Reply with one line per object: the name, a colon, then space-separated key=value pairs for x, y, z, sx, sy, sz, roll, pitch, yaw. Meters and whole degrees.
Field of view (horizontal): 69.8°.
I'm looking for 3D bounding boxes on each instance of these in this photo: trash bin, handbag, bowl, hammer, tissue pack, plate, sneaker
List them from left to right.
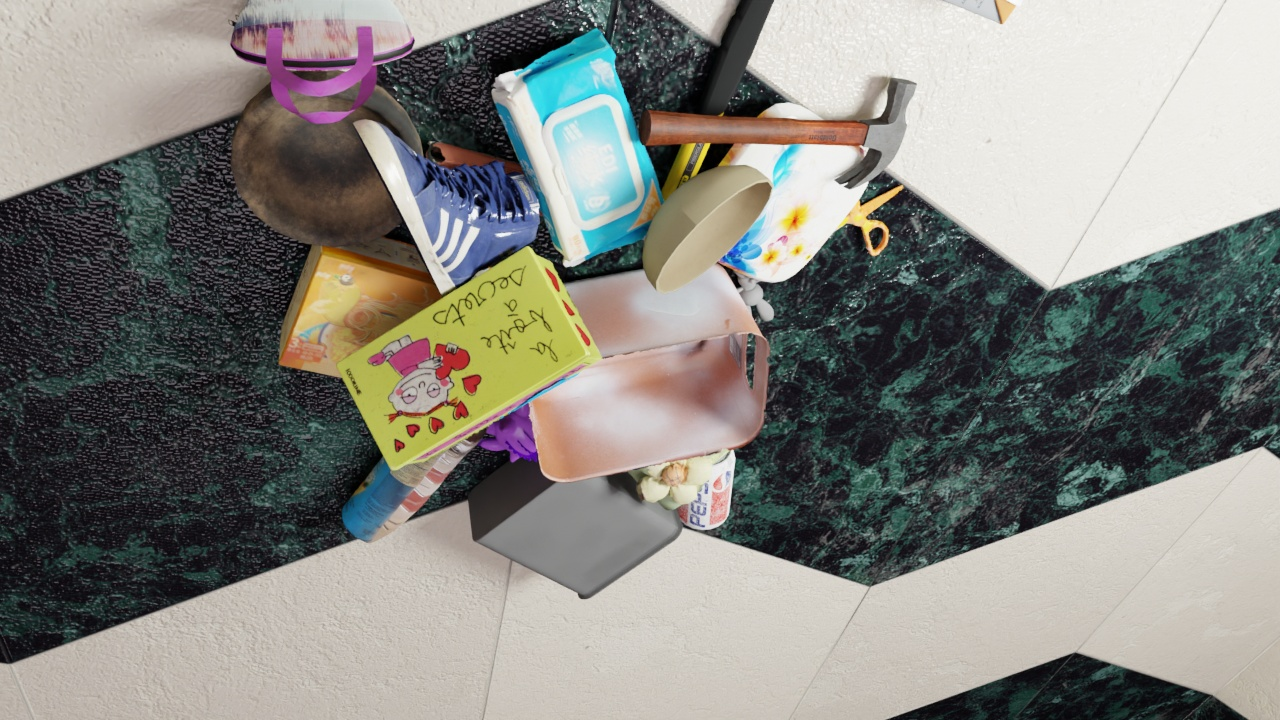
handbag: x=-0.249 y=-0.239 z=0.716 sx=0.144 sy=0.169 sz=0.068 roll=-6 pitch=133 yaw=-13
bowl: x=-0.278 y=-0.187 z=0.823 sx=0.162 sy=0.070 sz=0.162 roll=-9 pitch=134 yaw=-10
sneaker: x=-0.150 y=-0.144 z=0.794 sx=0.118 sy=0.091 sz=0.233 roll=-28 pitch=157 yaw=-10
trash bin: x=-0.087 y=0.206 z=1.234 sx=0.192 sy=0.097 sz=0.219 roll=-38 pitch=131 yaw=17
tissue pack: x=-0.053 y=-0.190 z=0.867 sx=0.117 sy=0.066 sz=0.209 roll=-27 pitch=124 yaw=-11
trash bin: x=-0.006 y=0.006 z=1.033 sx=0.259 sy=0.157 sz=0.182 roll=-12 pitch=134 yaw=-9
handbag: x=0.060 y=0.099 z=1.138 sx=0.186 sy=0.117 sz=0.113 roll=-43 pitch=107 yaw=-3
bowl: x=0.056 y=-0.136 z=0.894 sx=0.152 sy=0.050 sz=0.152 roll=-39 pitch=167 yaw=-11
hammer: x=0.071 y=-0.250 z=0.910 sx=0.127 sy=0.029 sz=0.324 roll=7 pitch=128 yaw=-24
hammer: x=0.136 y=-0.223 z=0.897 sx=0.300 sy=0.028 sz=0.111 roll=-6 pitch=123 yaw=-26
plate: x=0.152 y=-0.170 z=0.986 sx=0.186 sy=0.016 sz=0.187 roll=20 pitch=118 yaw=-38

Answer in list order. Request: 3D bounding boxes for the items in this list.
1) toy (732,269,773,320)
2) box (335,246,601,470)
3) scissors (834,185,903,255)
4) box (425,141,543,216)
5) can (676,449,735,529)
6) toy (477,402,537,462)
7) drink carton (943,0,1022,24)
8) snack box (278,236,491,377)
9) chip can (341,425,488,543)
toy: x=0.130 y=-0.079 z=1.086 sx=0.049 sy=0.030 sz=0.112 roll=-29 pitch=130 yaw=-11
box: x=-0.160 y=0.000 z=0.876 sx=0.221 sy=0.124 sz=0.082 roll=-28 pitch=174 yaw=11
scissors: x=0.246 y=-0.164 z=1.057 sx=0.130 sy=0.011 sz=0.125 roll=-27 pitch=129 yaw=4
box: x=-0.127 y=-0.168 z=0.912 sx=0.186 sy=0.060 sz=0.058 roll=13 pitch=159 yaw=-27
can: x=0.088 y=0.165 z=1.263 sx=0.078 sy=0.078 sz=0.136 roll=-9 pitch=134 yaw=-10
toy: x=-0.151 y=0.087 z=1.130 sx=0.106 sy=0.055 sz=0.088 roll=-30 pitch=132 yaw=10
drink carton: x=0.288 y=-0.362 z=0.846 sx=0.124 sy=0.076 sz=0.049 roll=11 pitch=127 yaw=-21
snack box: x=-0.255 y=-0.049 z=0.952 sx=0.195 sy=0.080 sz=0.145 roll=14 pitch=125 yaw=-29
chip can: x=-0.276 y=0.130 z=1.118 sx=0.079 sy=0.079 sz=0.230 roll=24 pitch=121 yaw=-34
